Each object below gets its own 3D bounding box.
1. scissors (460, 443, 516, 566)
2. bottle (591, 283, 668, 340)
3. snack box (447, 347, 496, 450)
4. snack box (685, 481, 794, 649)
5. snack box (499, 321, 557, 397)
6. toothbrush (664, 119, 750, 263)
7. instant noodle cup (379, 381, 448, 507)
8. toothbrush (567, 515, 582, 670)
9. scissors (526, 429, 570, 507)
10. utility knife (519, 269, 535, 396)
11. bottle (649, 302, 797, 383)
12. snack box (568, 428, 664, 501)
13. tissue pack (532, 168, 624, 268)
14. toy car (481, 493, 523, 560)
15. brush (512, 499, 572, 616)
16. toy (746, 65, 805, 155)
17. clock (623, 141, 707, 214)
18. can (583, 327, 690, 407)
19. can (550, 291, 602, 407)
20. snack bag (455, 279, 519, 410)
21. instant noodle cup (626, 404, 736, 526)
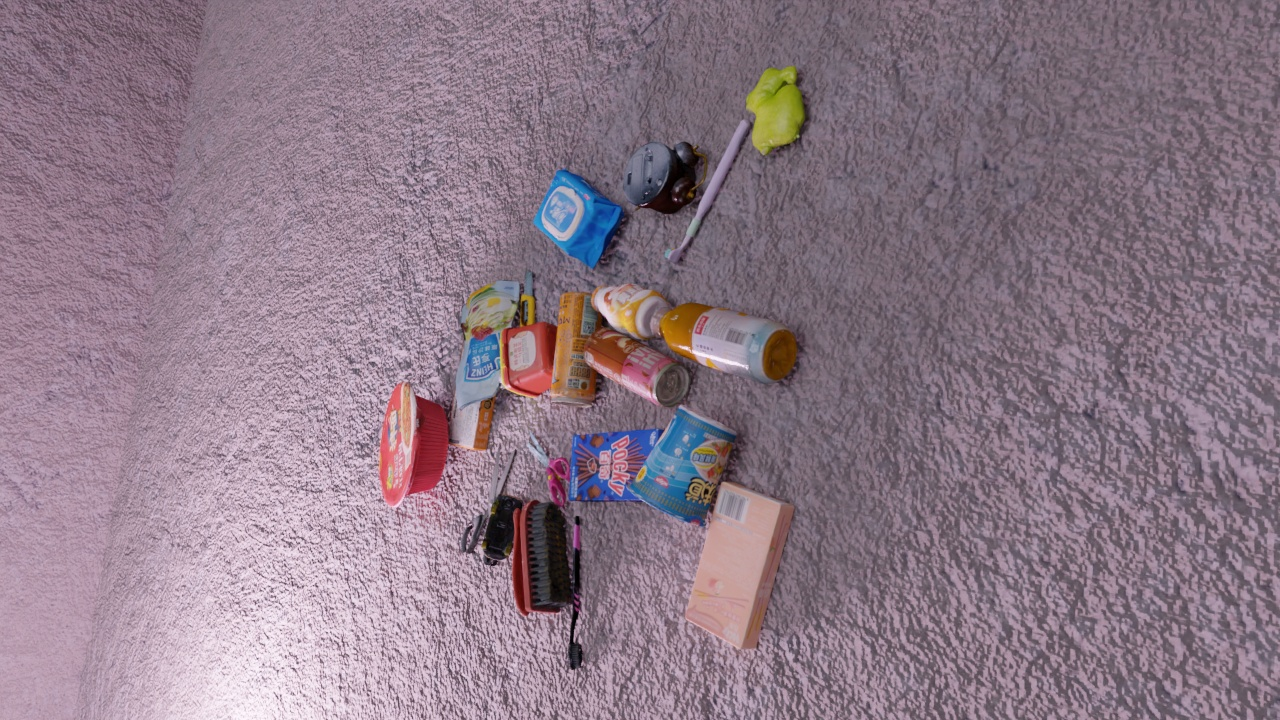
[{"bbox_3d":[-0.215,0.212,1.314,0.171,0.014,0.159,-42,53,30],"label":"scissors"},{"bbox_3d":[-0.016,-0.065,1.140,0.108,0.063,0.063,23,97,46],"label":"bottle"},{"bbox_3d":[-0.249,0.056,1.379,0.075,0.026,0.153,5,84,46],"label":"snack box"},{"bbox_3d":[0.104,0.215,0.972,0.084,0.026,0.157,16,92,47],"label":"snack box"},{"bbox_3d":[-0.143,-0.004,1.247,0.080,0.082,0.091,-18,67,31],"label":"snack box"},{"bbox_3d":[0.082,-0.204,1.107,0.021,0.029,0.189,30,104,4],"label":"toothbrush"},{"bbox_3d":[-0.346,0.131,1.411,0.194,0.065,0.193,-23,64,58],"label":"instant noodle cup"},{"bbox_3d":[-0.079,0.290,1.153,0.018,0.014,0.189,-9,73,34],"label":"toothbrush"},{"bbox_3d":[-0.124,0.129,1.230,0.137,0.017,0.077,55,137,41],"label":"scissors"},{"bbox_3d":[-0.167,-0.043,1.325,0.033,0.015,0.192,-14,70,41],"label":"utility knife"},{"bbox_3d":[0.086,-0.025,1.021,0.190,0.068,0.068,19,93,47],"label":"bottle"},{"bbox_3d":[-0.027,0.131,1.129,0.157,0.026,0.084,-9,73,45],"label":"snack box"},{"bbox_3d":[-0.088,-0.196,1.255,0.157,0.052,0.095,43,111,43],"label":"tissue pack"},{"bbox_3d":[-0.189,0.229,1.261,0.042,0.035,0.090,16,92,4],"label":"toy car"},{"bbox_3d":[-0.134,0.252,1.183,0.069,0.063,0.145,-20,64,27],"label":"brush"},{"bbox_3d":[0.154,-0.287,1.043,0.097,0.031,0.100,-54,47,20],"label":"toy"},{"bbox_3d":[0.033,-0.226,1.136,0.122,0.055,0.082,-7,75,44],"label":"clock"},{"bbox_3d":[-0.007,0.007,1.116,0.147,0.057,0.058,27,99,46],"label":"can"},{"bbox_3d":[-0.083,-0.014,1.200,0.058,0.058,0.146,-4,77,45],"label":"can"},{"bbox_3d":[-0.221,-0.025,1.331,0.110,0.039,0.190,-15,55,19],"label":"snack bag"},{"bbox_3d":[0.053,0.112,1.010,0.099,0.099,0.110,27,91,46],"label":"instant noodle cup"}]
